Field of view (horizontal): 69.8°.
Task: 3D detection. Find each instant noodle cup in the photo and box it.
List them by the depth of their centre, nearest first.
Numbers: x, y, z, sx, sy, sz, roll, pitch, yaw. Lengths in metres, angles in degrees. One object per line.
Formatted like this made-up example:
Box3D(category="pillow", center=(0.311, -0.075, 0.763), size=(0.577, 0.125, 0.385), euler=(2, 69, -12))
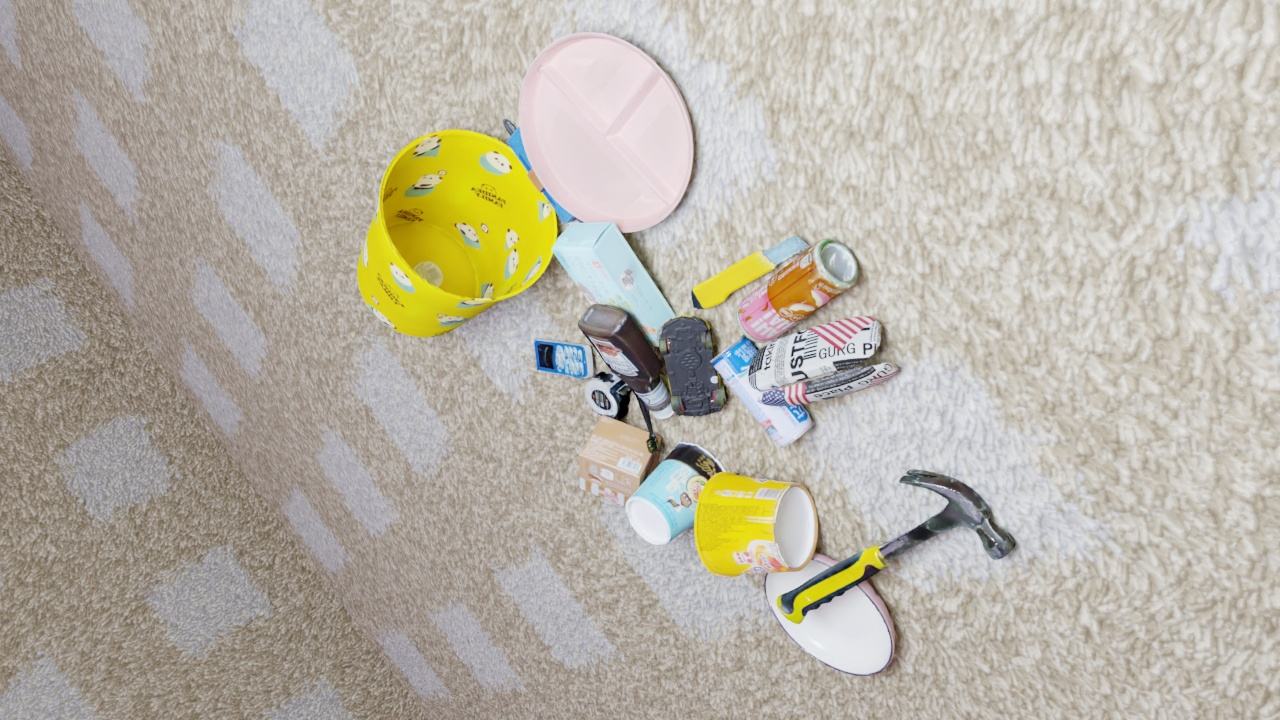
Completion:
Box3D(category="instant noodle cup", center=(0.152, 0.208, 1.158), size=(0.110, 0.137, 0.138), euler=(-6, 114, 39))
Box3D(category="instant noodle cup", center=(0.047, 0.189, 1.254), size=(0.111, 0.120, 0.111), euler=(27, 135, 30))

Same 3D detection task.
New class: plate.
Box3D(category="plate", center=(-0.038, -0.257, 1.043), size=(0.230, 0.028, 0.230), euler=(17, 128, 24))
Box3D(category="plate", center=(0.253, 0.327, 1.211), size=(0.192, 0.038, 0.193), euler=(27, 135, 30))

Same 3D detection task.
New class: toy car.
Box3D(category="toy car", center=(0.065, 0.007, 1.144), size=(0.071, 0.041, 0.156), euler=(-9, 123, 9))

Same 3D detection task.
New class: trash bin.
Box3D(category="trash bin", center=(-0.268, -0.151, 1.251), size=(0.229, 0.229, 0.256), euler=(56, 148, -3))

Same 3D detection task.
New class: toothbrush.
Box3D(category="toothbrush", center=(-0.127, -0.238, 1.191), size=(0.181, 0.018, 0.016), euler=(55, 146, 0))
Box3D(category="toothbrush", center=(-0.005, 0.027, 1.236), size=(0.026, 0.027, 0.213), euler=(-4, 108, 34))

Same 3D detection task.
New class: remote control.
Box3D(category="remote control", center=(-0.113, -0.004, 1.346), size=(0.125, 0.024, 0.049), euler=(9, 108, 45))

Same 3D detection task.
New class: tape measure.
Box3D(category="tape measure", center=(-0.047, 0.049, 1.316), size=(0.066, 0.033, 0.066), euler=(34, 137, 20))

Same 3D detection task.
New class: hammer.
Box3D(category="hammer", center=(0.272, 0.233, 1.081), size=(0.126, 0.031, 0.324), euler=(52, 132, 8))

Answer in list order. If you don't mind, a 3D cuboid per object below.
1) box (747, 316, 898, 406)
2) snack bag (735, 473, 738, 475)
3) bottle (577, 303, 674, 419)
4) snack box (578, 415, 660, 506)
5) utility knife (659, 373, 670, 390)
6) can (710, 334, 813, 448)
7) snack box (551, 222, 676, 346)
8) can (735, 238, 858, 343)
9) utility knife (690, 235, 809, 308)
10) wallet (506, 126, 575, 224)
Box3D(category="box", center=(0.199, 0.015, 0.997), size=(0.163, 0.076, 0.088), euler=(-18, 129, 35))
Box3D(category="snack bag", center=(0.128, 0.202, 1.241), size=(0.026, 0.045, 0.105), euler=(1, 119, 44))
Box3D(category="bottle", center=(-0.007, 0.007, 1.167), size=(0.080, 0.044, 0.195), euler=(16, 152, 39))
Box3D(category="snack box", center=(-0.030, 0.146, 1.311), size=(0.093, 0.076, 0.095), euler=(20, 143, 13))
Box3D(category="utility knife", center=(0.009, 0.019, 1.253), size=(0.168, 0.018, 0.031), euler=(17, 136, 32))
Box3D(category="can", center=(0.144, 0.037, 1.087), size=(0.134, 0.053, 0.053), euler=(51, 143, 3))
Box3D(category="snack box", center=(-0.029, -0.092, 1.130), size=(0.074, 0.051, 0.175), euler=(8, 144, 44))
Box3D(category="can", center=(0.164, -0.072, 0.977), size=(0.058, 0.057, 0.148), euler=(53, 143, 1))
Box3D(category="utility knife", center=(0.119, -0.098, 1.037), size=(0.033, 0.015, 0.210), euler=(58, 145, -4))
Box3D(category="wallet", center=(-0.101, -0.248, 1.139), size=(0.133, 0.040, 0.107), euler=(55, 138, -2))
